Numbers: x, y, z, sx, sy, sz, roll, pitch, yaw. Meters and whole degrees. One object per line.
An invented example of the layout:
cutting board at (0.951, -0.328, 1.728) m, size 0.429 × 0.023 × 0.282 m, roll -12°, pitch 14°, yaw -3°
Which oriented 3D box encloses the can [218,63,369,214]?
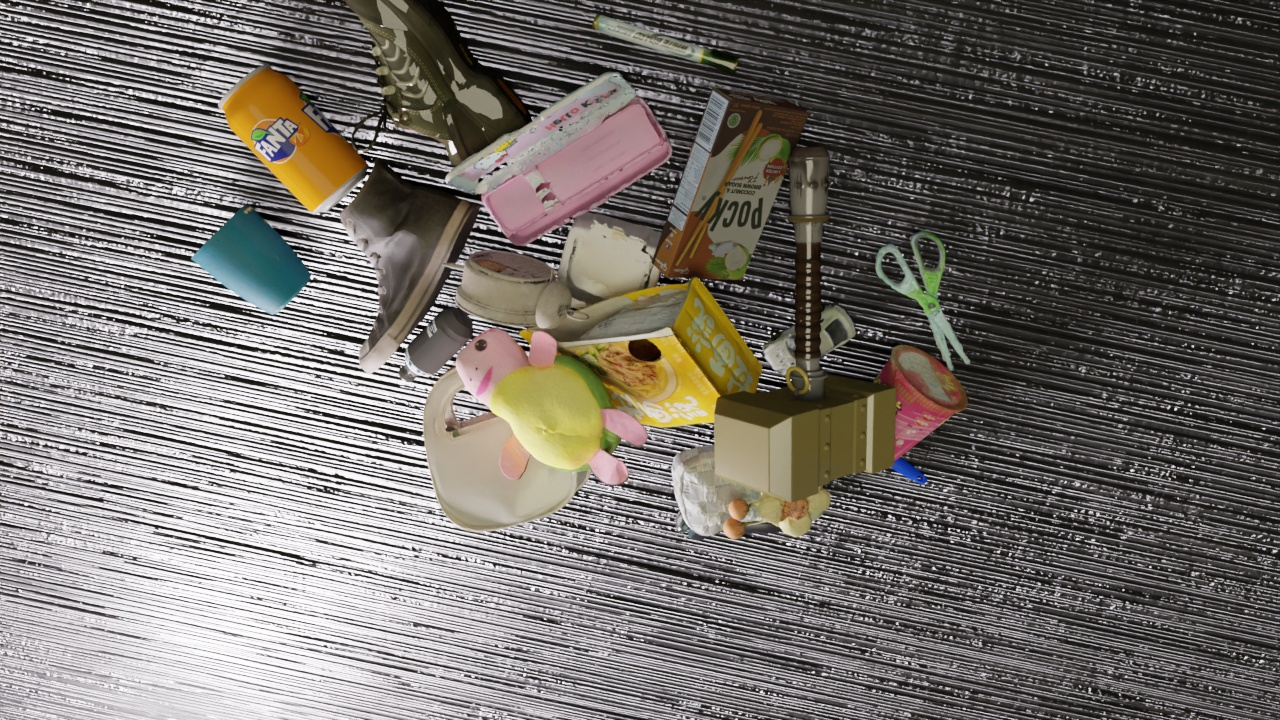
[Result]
can at (-0.355, -0.226, 0.946) m, size 0.079 × 0.079 × 0.142 m, roll -34°, pitch 108°, yaw 21°

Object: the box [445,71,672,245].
box at (-0.082, -0.208, 0.921) m, size 0.202 × 0.073 × 0.150 m, roll -28°, pitch 141°, yaw 15°

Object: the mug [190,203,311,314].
mug at (-0.434, -0.104, 1.027) m, size 0.104 × 0.084 × 0.112 m, roll 45°, pitch 142°, yaw -21°

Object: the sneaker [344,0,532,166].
sneaker at (-0.231, -0.274, 0.896) m, size 0.143 × 0.101 × 0.238 m, roll -37°, pitch 114°, yaw 15°

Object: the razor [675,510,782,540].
razor at (0.115, 0.196, 1.127) m, size 0.143 × 0.047 × 0.052 m, roll 3°, pitch 107°, yaw 2°

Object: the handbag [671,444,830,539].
handbag at (0.126, 0.150, 1.052) m, size 0.171 × 0.123 × 0.113 m, roll -12°, pitch 117°, yaw 1°

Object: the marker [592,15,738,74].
marker at (0.025, -0.307, 0.892) m, size 0.146 × 0.017 × 0.017 m, roll 17°, pitch 118°, yaw -1°

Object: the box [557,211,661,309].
box at (-0.031, -0.097, 0.976) m, size 0.107 × 0.076 × 0.103 m, roll 15°, pitch 119°, yaw -3°

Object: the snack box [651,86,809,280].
snack box at (0.088, -0.170, 0.915) m, size 0.100 × 0.031 × 0.186 m, roll -2°, pitch 125°, yaw -35°

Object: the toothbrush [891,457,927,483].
toothbrush at (0.263, 0.096, 1.069) m, size 0.182 × 0.018 × 0.016 m, roll 32°, pitch 92°, yaw -9°

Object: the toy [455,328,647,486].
toy at (-0.101, 0.049, 0.987) m, size 0.238 × 0.087 × 0.190 m, roll 27°, pitch 124°, yaw 20°

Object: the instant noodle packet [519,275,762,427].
instant noodle packet at (-0.006, 0.006, 0.991) m, size 0.222 × 0.084 × 0.163 m, roll -8°, pitch 140°, yaw 34°

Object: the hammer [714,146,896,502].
hammer at (0.166, -0.045, 0.907) m, size 0.101 × 0.189 × 0.325 m, roll 13°, pitch 109°, yaw 50°

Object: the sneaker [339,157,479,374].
sneaker at (-0.278, -0.097, 0.997) m, size 0.120 × 0.095 × 0.235 m, roll 29°, pitch 119°, yaw -6°

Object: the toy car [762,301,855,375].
toy car at (0.185, -0.020, 1.012) m, size 0.106 × 0.033 × 0.048 m, roll -32°, pitch 111°, yaw 22°

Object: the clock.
clock at (-0.119, -0.074, 0.946) m, size 0.157 × 0.103 × 0.061 m, roll 23°, pitch 112°, yaw 23°

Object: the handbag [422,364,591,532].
handbag at (-0.164, 0.091, 1.092) m, size 0.201 × 0.092 × 0.199 m, roll -16°, pitch 94°, yaw 15°

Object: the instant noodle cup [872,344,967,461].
instant noodle cup at (0.285, 0.055, 1.008) m, size 0.097 × 0.097 × 0.109 m, roll 28°, pitch 124°, yaw -8°

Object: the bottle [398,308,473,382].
bottle at (-0.239, -0.015, 1.059) m, size 0.047 × 0.046 × 0.113 m, roll 43°, pitch 115°, yaw -14°

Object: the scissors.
scissors at (0.319, -0.061, 0.984) m, size 0.078 × 0.032 × 0.175 m, roll -29°, pitch 114°, yaw 18°
